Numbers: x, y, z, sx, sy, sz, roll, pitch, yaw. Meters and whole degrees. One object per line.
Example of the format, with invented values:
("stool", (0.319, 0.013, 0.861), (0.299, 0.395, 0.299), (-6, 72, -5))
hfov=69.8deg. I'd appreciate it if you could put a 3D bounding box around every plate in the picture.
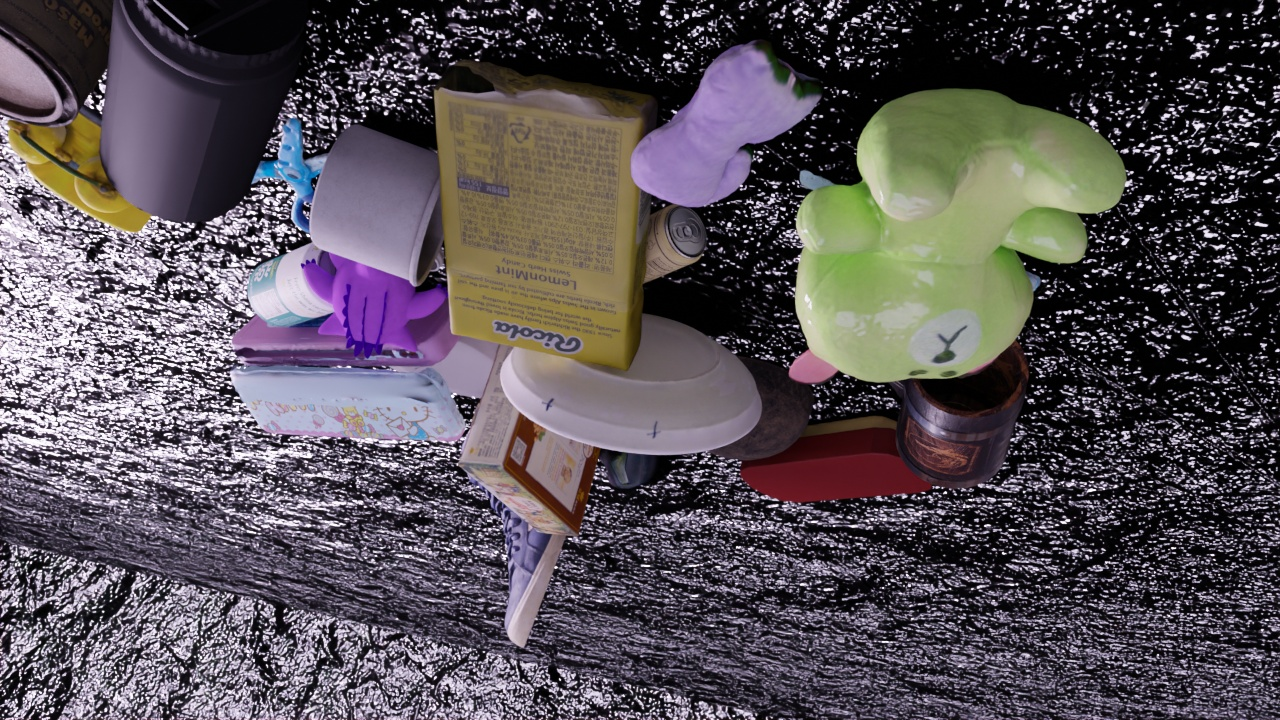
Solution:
("plate", (-0.004, 0.004, 0.632), (0.182, 0.182, 0.034), (11, 115, 5))
("plate", (-0.177, -0.002, 0.835), (0.178, 0.012, 0.179), (11, 153, 6))

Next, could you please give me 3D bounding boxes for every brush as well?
("brush", (0.171, 0.086, 0.807), (0.174, 0.041, 0.082), (-13, 143, 42))

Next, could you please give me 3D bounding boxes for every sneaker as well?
("sneaker", (-0.121, 0.128, 0.831), (0.118, 0.232, 0.092), (21, 143, -2))

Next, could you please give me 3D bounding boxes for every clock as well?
("clock", (-0.346, -0.126, 0.585), (0.083, 0.057, 0.119), (37, 178, -6))

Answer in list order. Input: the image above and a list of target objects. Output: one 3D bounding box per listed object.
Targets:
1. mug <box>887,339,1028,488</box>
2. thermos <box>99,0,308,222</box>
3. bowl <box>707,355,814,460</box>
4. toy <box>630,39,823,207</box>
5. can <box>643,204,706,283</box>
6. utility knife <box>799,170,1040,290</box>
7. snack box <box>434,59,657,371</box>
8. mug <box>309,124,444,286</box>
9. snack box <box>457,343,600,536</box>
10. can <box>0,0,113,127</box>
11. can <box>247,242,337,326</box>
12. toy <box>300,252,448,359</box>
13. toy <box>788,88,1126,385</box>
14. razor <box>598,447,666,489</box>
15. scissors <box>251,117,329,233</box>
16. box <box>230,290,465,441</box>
("mug", (0.207, 0.023, 0.645), (0.116, 0.079, 0.107), (31, 160, 27))
("thermos", (-0.234, -0.154, 0.489), (0.086, 0.086, 0.199), (26, 151, -23))
("bowl", (0.080, 0.050, 0.764), (0.121, 0.056, 0.121), (11, 153, 5))
("toy", (0.044, -0.117, 0.467), (0.100, 0.036, 0.080), (-37, 150, 31))
("can", (0.003, -0.070, 0.590), (0.038, 0.038, 0.080), (32, 148, -32))
("utility knife", (0.164, -0.074, 0.534), (0.167, 0.015, 0.022), (24, 127, -17))
("snack box", (-0.055, -0.083, 0.541), (0.121, 0.045, 0.181), (11, 132, 7))
("mug", (-0.158, -0.091, 0.580), (0.070, 0.084, 0.113), (19, 158, -6))
("snack box", (-0.076, 0.050, 0.742), (0.041, 0.143, 0.147), (2, 151, 22))
("can", (-0.332, -0.183, 0.492), (0.090, 0.074, 0.090), (11, 153, 6))
("can", (-0.258, -0.060, 0.715), (0.102, 0.054, 0.055), (-11, 144, 40))
("toy", (-0.191, -0.048, 0.656), (0.106, 0.055, 0.088), (11, 116, -5))
("toy", (0.147, -0.058, 0.473), (0.150, 0.107, 0.197), (-5, 156, -10))
("razor", (-0.006, 0.073, 0.864), (0.067, 0.053, 0.152), (20, 149, 6))
("scissors", (-0.231, -0.123, 0.633), (0.140, 0.013, 0.118), (-7, 146, 32))
("box", (-0.230, 0.006, 0.761), (0.214, 0.089, 0.091), (0, 129, 25))
